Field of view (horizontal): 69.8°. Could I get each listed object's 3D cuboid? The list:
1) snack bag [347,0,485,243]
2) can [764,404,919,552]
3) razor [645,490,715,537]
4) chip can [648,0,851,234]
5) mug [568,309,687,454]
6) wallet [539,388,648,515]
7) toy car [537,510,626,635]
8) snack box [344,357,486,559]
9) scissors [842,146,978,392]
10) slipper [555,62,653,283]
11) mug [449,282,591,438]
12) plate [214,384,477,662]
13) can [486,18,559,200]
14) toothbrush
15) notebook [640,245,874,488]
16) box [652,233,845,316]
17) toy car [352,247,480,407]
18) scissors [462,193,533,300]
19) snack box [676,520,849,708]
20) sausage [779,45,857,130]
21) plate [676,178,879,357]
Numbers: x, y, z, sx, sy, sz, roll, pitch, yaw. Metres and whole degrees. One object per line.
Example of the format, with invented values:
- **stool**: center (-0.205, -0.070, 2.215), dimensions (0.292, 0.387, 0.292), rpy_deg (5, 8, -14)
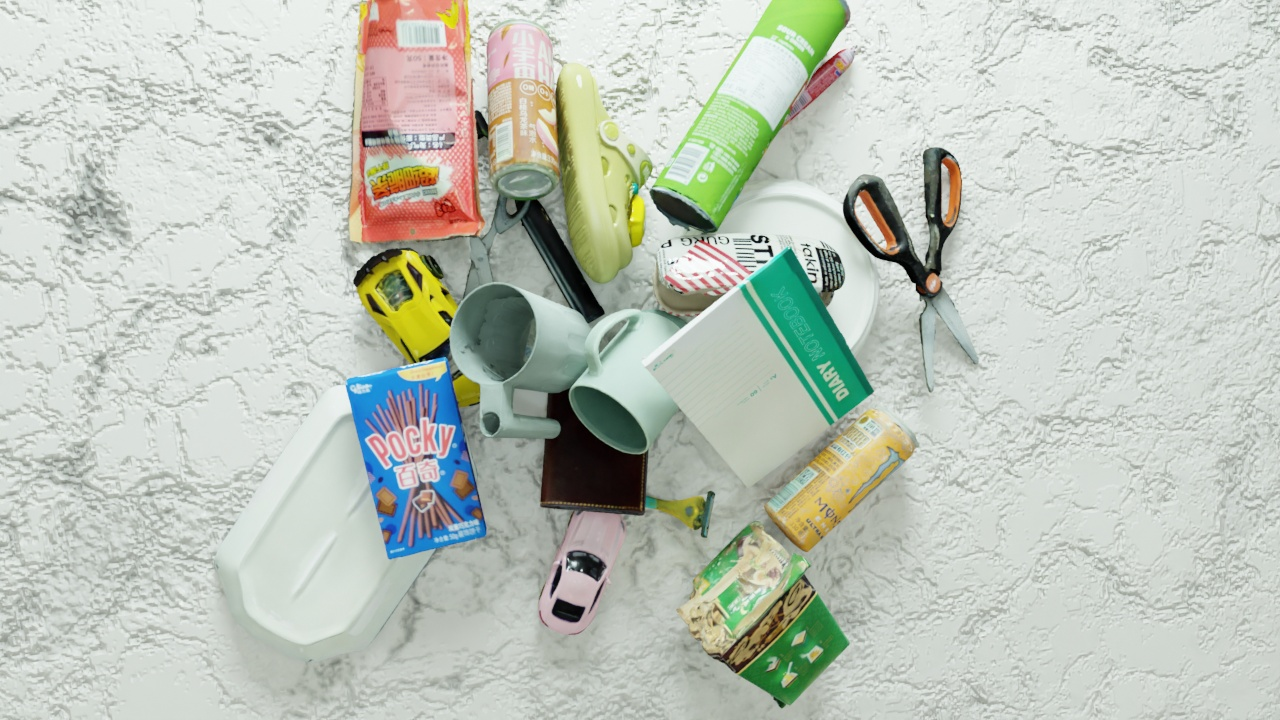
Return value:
- **snack bag**: center (-0.192, -0.205, 0.779), dimensions (0.129, 0.073, 0.208), rpy_deg (1, 95, 18)
- **can**: center (0.185, 0.108, 0.846), dimensions (0.146, 0.058, 0.058), rpy_deg (-42, 97, -3)
- **razor**: center (0.002, 0.127, 0.839), dimensions (0.132, 0.028, 0.043), rpy_deg (14, 79, -7)
- **chip can**: center (0.094, -0.222, 0.798), dimensions (0.072, 0.072, 0.235), rpy_deg (33, 81, -7)
- **mug**: center (-0.005, 0.005, 0.786), dimensions (0.106, 0.082, 0.112), rpy_deg (-51, 128, -28)
- **wallet**: center (-0.039, 0.074, 0.823), dimensions (0.096, 0.020, 0.122), rpy_deg (6, 75, -12)
- **toy car**: center (-0.053, 0.189, 0.832), dimensions (0.056, 0.037, 0.122), rpy_deg (21, 89, -9)
- **snack box**: center (-0.188, 0.083, 0.776), dimensions (0.084, 0.026, 0.157), rpy_deg (-13, 97, -7)
- **scissors**: center (0.266, -0.095, 0.847), dimensions (0.221, 0.022, 0.223), rpy_deg (34, 74, -26)
- **slipper**: center (-0.027, -0.165, 0.794), dimensions (0.081, 0.092, 0.190), rpy_deg (-10, 90, -9)
- **mug**: center (-0.097, 0.004, 0.769), dimensions (0.084, 0.103, 0.124), rpy_deg (-2, 83, 25)
- **plate**: center (-0.259, 0.142, 0.805), dimensions (0.162, 0.034, 0.265), rpy_deg (35, 88, -7)
- **can**: center (-0.100, -0.211, 0.773), dimensions (0.058, 0.058, 0.147), rpy_deg (-2, 70, -7)
- **toothbrush**: center (-0.096, -0.127, 0.818), dimensions (0.027, 0.026, 0.212), rpy_deg (-29, 94, 28)
- **notebook**: center (0.108, 0.014, 0.786), dimensions (0.150, 0.012, 0.209), rpy_deg (-38, 133, 3)
- **box**: center (0.090, -0.071, 0.792), dimensions (0.163, 0.079, 0.074), rpy_deg (-3, 58, -8)
- **toy car**: center (-0.183, -0.027, 0.798), dimensions (0.071, 0.041, 0.156), rpy_deg (-33, 97, 7)
- **scissors**: center (-0.141, -0.099, 0.811), dimensions (0.159, 0.014, 0.172), rpy_deg (-41, 90, 13)
- **snack box**: center (0.117, 0.232, 0.824), dimensions (0.117, 0.118, 0.105), rpy_deg (-45, 109, -3)
- **sausage**: center (0.144, -0.238, 0.845), dimensions (0.156, 0.020, 0.020), rpy_deg (-41, 96, -4)
- **plate**: center (0.125, -0.066, 0.838), dimensions (0.205, 0.045, 0.205), rpy_deg (0, 93, -6)
